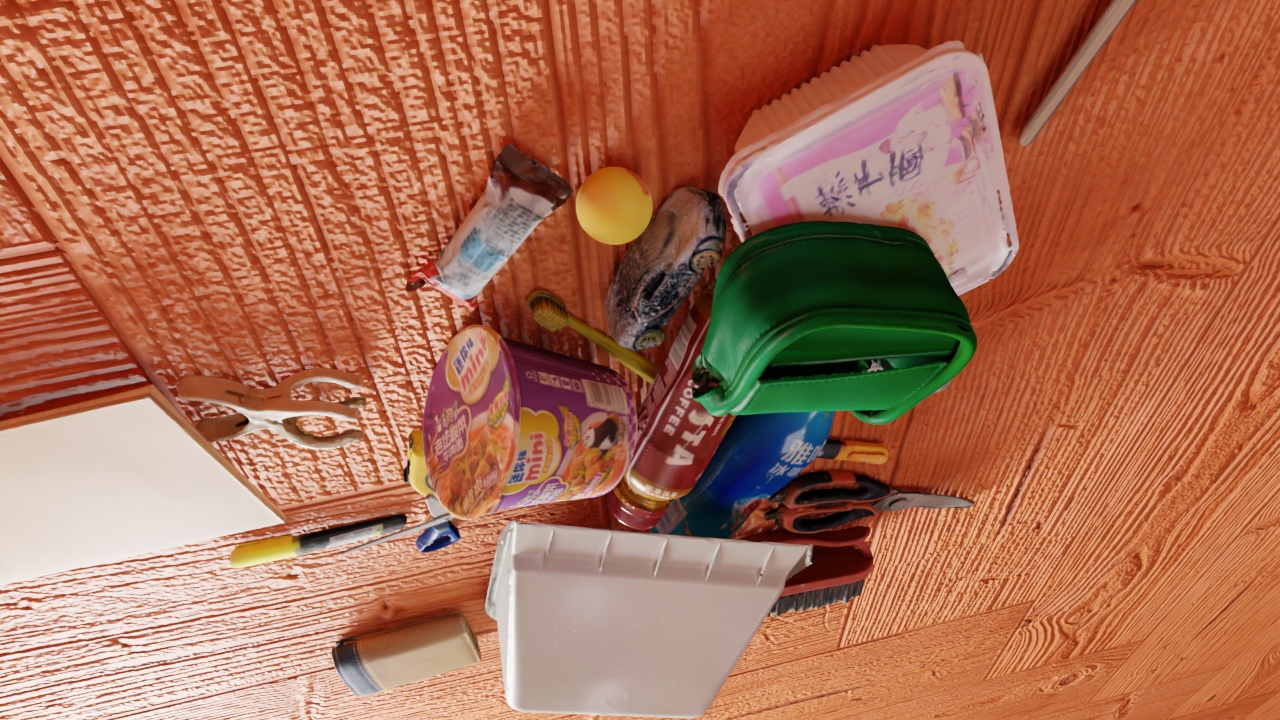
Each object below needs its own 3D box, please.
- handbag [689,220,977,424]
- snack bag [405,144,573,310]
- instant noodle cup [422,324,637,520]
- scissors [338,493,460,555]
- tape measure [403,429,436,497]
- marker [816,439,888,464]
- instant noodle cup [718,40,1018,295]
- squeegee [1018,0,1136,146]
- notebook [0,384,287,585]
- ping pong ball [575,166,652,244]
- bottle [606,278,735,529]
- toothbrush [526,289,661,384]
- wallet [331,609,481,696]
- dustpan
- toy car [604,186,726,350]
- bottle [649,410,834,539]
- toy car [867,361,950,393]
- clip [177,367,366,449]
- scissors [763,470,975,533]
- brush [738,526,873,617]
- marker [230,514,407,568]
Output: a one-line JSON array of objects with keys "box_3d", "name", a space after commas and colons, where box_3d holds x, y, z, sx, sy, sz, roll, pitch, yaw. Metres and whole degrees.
[{"box_3d": [0.099, -0.012, 0.493, 0.131, 0.068, 0.120, 2, 144, -22], "name": "handbag"}, {"box_3d": [-0.081, -0.065, 0.484, 0.045, 0.026, 0.105, 28, 122, -30], "name": "snack bag"}, {"box_3d": [-0.064, 0.040, 0.555, 0.099, 0.111, 0.112, 9, 134, -40], "name": "instant noodle cup"}, {"box_3d": [-0.126, 0.106, 0.632, 0.162, 0.012, 0.176, -22, 164, -21], "name": "scissors"}, {"box_3d": [-0.128, 0.066, 0.615, 0.060, 0.028, 0.057, 0, 136, -20], "name": "tape measure"}, {"box_3d": [0.145, 0.071, 0.727, 0.123, 0.015, 0.018, 7, 130, -24], "name": "marker"}, {"box_3d": [0.121, -0.090, 0.501, 0.138, 0.060, 0.173, -26, 138, 11], "name": "instant noodle cup"}, {"box_3d": [0.165, -0.208, 0.397, 0.246, 0.039, 0.247, 6, 135, -24], "name": "squeegee"}, {"box_3d": [-0.350, 0.084, 0.555, 0.211, 0.012, 0.150, -13, 141, 4], "name": "notebook"}, {"box_3d": [-0.014, -0.081, 0.478, 0.040, 0.040, 0.040, -10, 139, -9], "name": "ping pong ball"}, {"box_3d": [0.029, 0.034, 0.588, 0.057, 0.057, 0.175, 11, 122, -29], "name": "bottle"}, {"box_3d": [-0.004, 0.003, 0.596, 0.016, 0.016, 0.190, -37, 136, 21], "name": "toothbrush"}, {"box_3d": [-0.203, 0.257, 0.806, 0.115, 0.033, 0.090, -13, 143, -6], "name": "wallet"}, {"box_3d": [-0.019, 0.188, 0.745, 0.222, 0.142, 0.258, 7, 121, -13], "name": "dustpan"}, {"box_3d": [0.010, -0.052, 0.514, 0.031, 0.049, 0.106, 11, 132, -32], "name": "toy car"}, {"box_3d": [0.085, 0.065, 0.662, 0.065, 0.065, 0.219, 13, 130, -31], "name": "bottle"}, {"box_3d": [0.180, 0.008, 0.655, 0.090, 0.034, 0.043, -5, 142, -12], "name": "toy car"}, {"box_3d": [-0.215, 0.027, 0.541, 0.100, 0.034, 0.076, 1, 139, -7], "name": "clip"}, {"box_3d": [0.209, 0.134, 0.823, 0.177, 0.015, 0.210, -32, 137, 15], "name": "scissors"}, {"box_3d": [0.144, 0.185, 0.828, 0.145, 0.063, 0.069, -5, 109, -15], "name": "brush"}, {"box_3d": [-0.231, 0.128, 0.663, 0.124, 0.015, 0.018, -12, 141, -11], "name": "marker"}]
